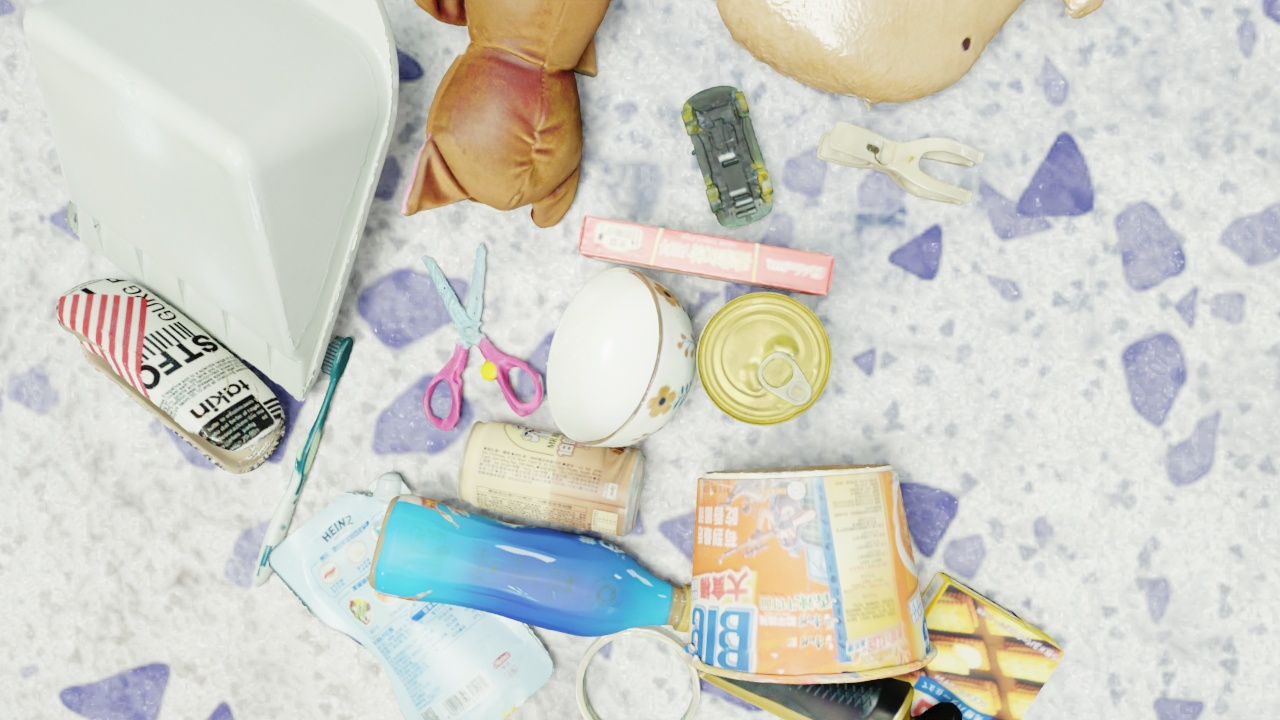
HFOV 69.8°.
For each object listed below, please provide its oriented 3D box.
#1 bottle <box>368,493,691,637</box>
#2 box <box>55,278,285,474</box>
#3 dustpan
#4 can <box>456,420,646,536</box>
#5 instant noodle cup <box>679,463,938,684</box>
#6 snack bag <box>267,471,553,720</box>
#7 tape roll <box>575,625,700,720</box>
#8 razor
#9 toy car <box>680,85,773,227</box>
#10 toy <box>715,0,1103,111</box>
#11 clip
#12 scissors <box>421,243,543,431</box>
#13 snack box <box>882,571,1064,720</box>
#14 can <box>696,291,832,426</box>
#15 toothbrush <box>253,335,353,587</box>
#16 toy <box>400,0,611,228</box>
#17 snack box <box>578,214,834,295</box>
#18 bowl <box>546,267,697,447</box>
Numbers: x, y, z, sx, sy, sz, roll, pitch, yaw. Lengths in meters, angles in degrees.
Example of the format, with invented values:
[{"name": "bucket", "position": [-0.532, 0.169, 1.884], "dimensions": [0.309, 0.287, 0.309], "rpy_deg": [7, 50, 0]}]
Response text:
[{"name": "bottle", "position": [-0.062, 0.142, 0.599], "dimensions": [0.218, 0.065, 0.065], "rpy_deg": [15, 94, -8]}, {"name": "box", "position": [-0.320, 0.015, 0.630], "dimensions": [0.163, 0.076, 0.088], "rpy_deg": [35, 131, 3]}, {"name": "dustpan", "position": [-0.252, -0.144, 0.576], "dimensions": [0.223, 0.258, 0.142], "rpy_deg": [34, 55, 9]}, {"name": "can", "position": [-0.057, 0.077, 0.606], "dimensions": [0.116, 0.058, 0.058], "rpy_deg": [11, 94, 4]}, {"name": "instant noodle cup", "position": [0.097, 0.121, 0.556], "dimensions": [0.151, 0.151, 0.111], "rpy_deg": [-3, 84, 5]}, {"name": "snack bag", "position": [-0.156, 0.172, 0.631], "dimensions": [0.110, 0.039, 0.191], "rpy_deg": [-40, 88, 5]}, {"name": "tape roll", "position": [-0.001, 0.224, 0.631], "dimensions": [0.086, 0.014, 0.086], "rpy_deg": [0, 93, 5]}, {"name": "razor", "position": [0.115, 0.219, 0.583], "dimensions": [0.168, 0.062, 0.068], "rpy_deg": [13, 120, 27]}, {"name": "toy car", "position": [0.056, -0.131, 0.595], "dimensions": [0.043, 0.036, 0.091], "rpy_deg": [-16, 92, 7]}, {"name": "toy", "position": [0.157, -0.224, 0.560], "dimensions": [0.226, 0.082, 0.143], "rpy_deg": [18, 103, 2]}, {"name": "clip", "position": [0.164, -0.127, 0.585], "dimensions": [0.100, 0.071, 0.035], "rpy_deg": [13, 95, -2]}, {"name": "scissors", "position": [-0.124, -0.011, 0.631], "dimensions": [0.113, 0.017, 0.134], "rpy_deg": [-32, 85, 11]}, {"name": "snack box", "position": [0.199, 0.221, 0.604], "dimensions": [0.087, 0.033, 0.140], "rpy_deg": [31, 97, 4]}, {"name": "can", "position": [0.074, -0.005, 0.564], "dimensions": [0.075, 0.111, 0.075], "rpy_deg": [1, 95, 6]}, {"name": "toothbrush", "position": [-0.240, 0.071, 0.645], "dimensions": [0.018, 0.016, 0.191], "rpy_deg": [23, 95, 14]}, {"name": "toy", "position": [-0.083, -0.182, 0.567], "dimensions": [0.140, 0.130, 0.200], "rpy_deg": [-1, 107, -33]}, {"name": "snack box", "position": [0.041, -0.065, 0.581], "dimensions": [0.153, 0.075, 0.025], "rpy_deg": [10, 94, 5]}, {"name": "bowl", "position": [-0.003, 0.003, 0.586], "dimensions": [0.062, 0.113, 0.113], "rpy_deg": [17, 96, -38]}]
